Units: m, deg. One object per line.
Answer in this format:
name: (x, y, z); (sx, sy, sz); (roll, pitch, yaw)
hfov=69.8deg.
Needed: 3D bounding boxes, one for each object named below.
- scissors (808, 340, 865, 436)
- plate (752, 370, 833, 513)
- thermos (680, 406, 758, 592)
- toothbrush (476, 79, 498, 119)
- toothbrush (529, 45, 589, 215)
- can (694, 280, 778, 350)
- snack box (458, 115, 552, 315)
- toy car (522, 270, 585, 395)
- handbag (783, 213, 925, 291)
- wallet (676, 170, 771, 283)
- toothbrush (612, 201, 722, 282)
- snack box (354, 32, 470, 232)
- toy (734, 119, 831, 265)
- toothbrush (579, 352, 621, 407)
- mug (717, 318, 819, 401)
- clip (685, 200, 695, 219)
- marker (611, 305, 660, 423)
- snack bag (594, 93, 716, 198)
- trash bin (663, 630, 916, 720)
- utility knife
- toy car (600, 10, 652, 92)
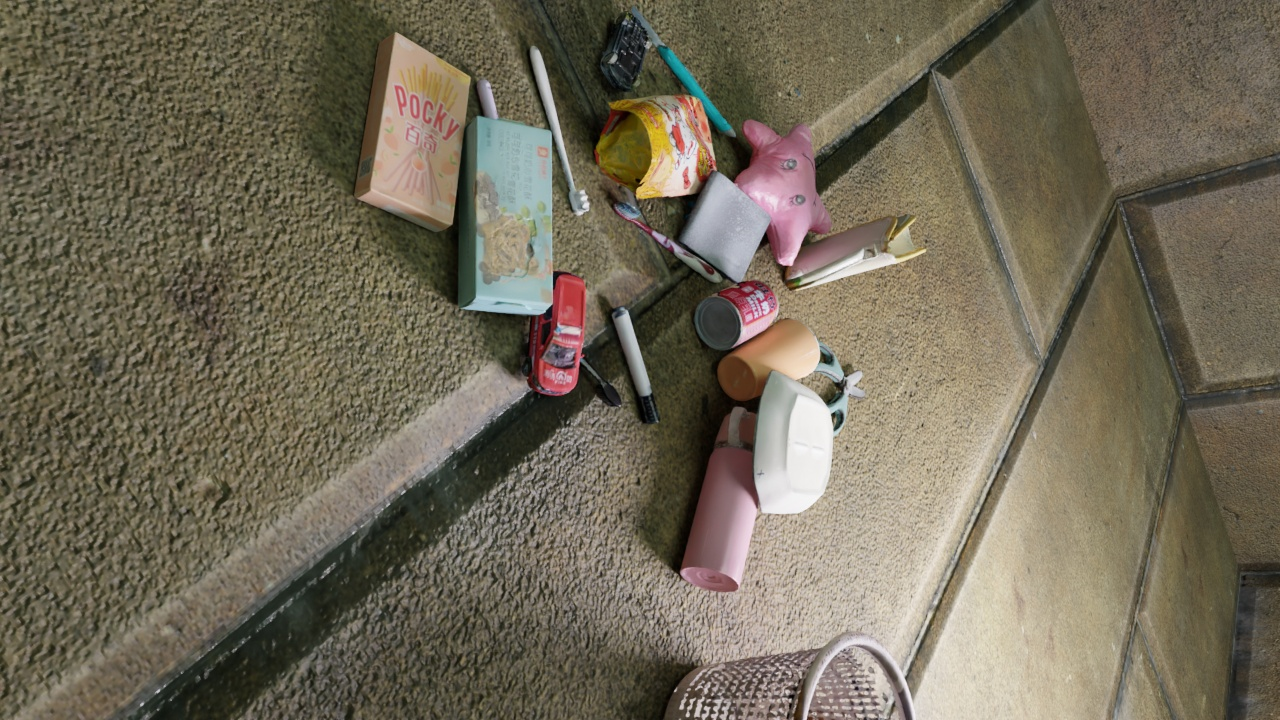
scissors: (0.264, 0.022, 1.270); (0.177, 0.019, 0.169); (-31, 103, -46)
plate: (0.187, 0.102, 1.082); (0.265, 0.034, 0.162); (23, 72, -64)
thermos: (0.097, 0.146, 1.009); (0.087, 0.067, 0.198); (66, 36, -53)
toothbrush: (-0.128, -0.181, 0.887); (0.029, 0.021, 0.189); (-17, 91, -68)
toothbrush: (-0.085, -0.240, 0.953); (0.016, 0.016, 0.180); (-20, 95, -55)
can: (0.116, -0.056, 1.089); (0.093, 0.067, 0.066); (-26, 100, -48)
snack box: (-0.123, -0.130, 0.838); (0.074, 0.052, 0.174); (4, 79, -29)
toy car: (-0.079, -0.027, 0.872); (0.052, 0.045, 0.120); (8, 83, -34)
handbag: (0.266, -0.136, 1.204); (0.178, 0.164, 0.063); (-26, 98, -48)
wallet: (0.103, -0.160, 1.115); (0.120, 0.019, 0.097); (30, 86, -41)
toothbrush: (0.037, -0.135, 1.060); (0.187, 0.017, 0.016); (30, 60, -39)
snack box: (-0.198, -0.200, 0.809); (0.084, 0.026, 0.157); (21, 65, -43)
toy: (0.182, -0.220, 1.201); (0.178, 0.075, 0.194); (-12, 92, -40)
toothbrush: (-0.078, -0.020, 0.909); (0.189, 0.016, 0.014); (51, 57, -23)
mug: (0.152, 0.002, 1.112); (0.122, 0.078, 0.078); (-24, 98, -43)
clip: (0.075, -0.170, 1.114); (0.057, 0.015, 0.048); (30, 57, -38)
marker: (-0.006, 0.006, 0.976); (0.022, 0.018, 0.131); (-23, 98, -39)
snack bag: (0.032, -0.248, 1.060); (0.207, 0.073, 0.128); (-25, 98, -56)
trash bin: (0.136, 0.381, 0.900); (0.227, 0.193, 0.227); (15, 69, -45)
utility knife: (0.054, -0.352, 1.127); (0.209, 0.029, 0.013); (45, 77, -31)
toy car: (-0.019, -0.349, 1.043); (0.049, 0.031, 0.105); (36, 54, -35)
